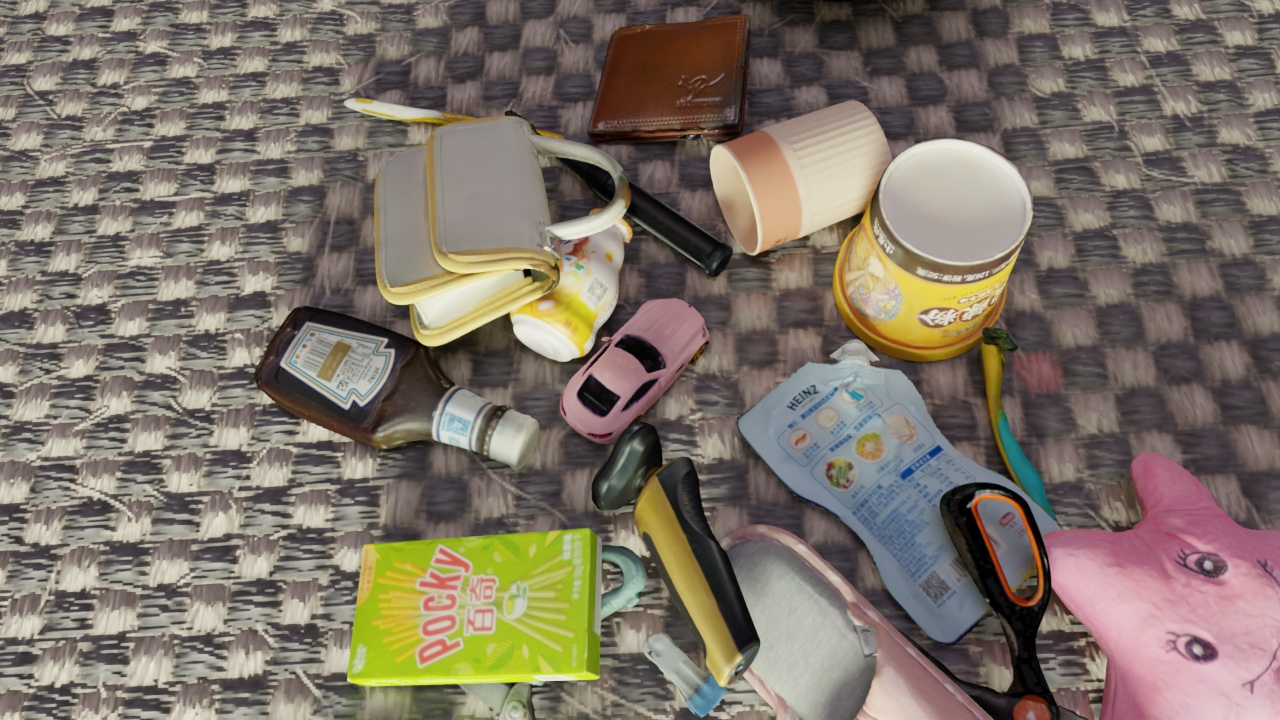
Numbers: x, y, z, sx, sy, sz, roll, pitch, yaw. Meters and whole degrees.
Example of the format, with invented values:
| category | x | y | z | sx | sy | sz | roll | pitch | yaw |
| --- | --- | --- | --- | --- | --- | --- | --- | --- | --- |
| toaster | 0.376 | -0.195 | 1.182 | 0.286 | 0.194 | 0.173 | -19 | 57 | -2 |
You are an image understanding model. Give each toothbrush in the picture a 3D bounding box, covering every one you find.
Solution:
| category | x | y | z | sx | sy | sz | roll | pitch | yaw |
| --- | --- | --- | --- | --- | --- | --- | --- | --- | --- |
| toothbrush | -0.022 | -0.131 | 0.691 | 0.212 | 0.027 | 0.026 | 37 | 91 | 15 |
| toothbrush | -0.153 | -0.190 | 0.741 | 0.191 | 0.016 | 0.018 | 12 | 76 | 9 |

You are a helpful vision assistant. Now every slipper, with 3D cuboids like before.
| category | x | y | z | sx | sy | sz | roll | pitch | yaw |
| --- | --- | --- | --- | --- | --- | --- | --- | --- | --- |
| slipper | 0.123 | 0.203 | 0.495 | 0.114 | 0.054 | 0.274 | -48 | 61 | 17 |

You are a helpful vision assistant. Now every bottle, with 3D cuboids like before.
| category | x | y | z | sx | sy | sz | roll | pitch | yaw |
| --- | --- | --- | --- | --- | --- | --- | --- | --- | --- |
| bottle | -0.044 | -0.055 | 0.644 | 0.063 | 0.063 | 0.108 | 23 | 69 | 14 |
| bottle | -0.164 | 0.024 | 0.629 | 0.195 | 0.044 | 0.079 | 19 | 69 | 12 |

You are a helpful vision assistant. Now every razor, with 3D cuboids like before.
| category | x | y | z | sx | sy | sz | roll | pitch | yaw |
| --- | --- | --- | --- | --- | --- | --- | --- | --- | --- |
| razor | 0.021 | 0.113 | 0.544 | 0.067 | 0.062 | 0.167 | -19 | 50 | -11 |
| razor | 0.244 | 0.044 | 0.595 | 0.028 | 0.043 | 0.132 | -17 | 68 | 24 |

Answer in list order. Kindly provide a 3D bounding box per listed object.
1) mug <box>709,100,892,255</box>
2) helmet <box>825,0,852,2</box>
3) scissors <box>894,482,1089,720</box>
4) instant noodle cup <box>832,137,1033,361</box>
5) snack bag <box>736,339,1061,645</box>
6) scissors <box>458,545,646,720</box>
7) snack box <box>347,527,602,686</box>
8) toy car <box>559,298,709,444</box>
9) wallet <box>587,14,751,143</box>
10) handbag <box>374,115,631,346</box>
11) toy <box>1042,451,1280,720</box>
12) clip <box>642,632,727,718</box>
| category | x | y | z | sx | sy | sz | roll | pitch | yaw |
| --- | --- | --- | --- | --- | --- | --- | --- | --- | --- |
| mug | 0.110 | -0.139 | 0.668 | 0.106 | 0.082 | 0.114 | -21 | 36 | -7 |
| helmet | 0.177 | -0.417 | 0.700 | 0.233 | 0.230 | 0.274 | 40 | 75 | 4 |
| scissors | 0.200 | 0.173 | 0.504 | 0.221 | 0.021 | 0.227 | 4 | 82 | 28 |
| instant noodle cup | 0.194 | -0.075 | 0.606 | 0.118 | 0.114 | 0.118 | -1 | 66 | 3 |
| snack bag | 0.161 | 0.075 | 0.582 | 0.110 | 0.039 | 0.191 | -42 | 69 | -2 |
| scissors | -0.031 | 0.198 | 0.542 | 0.171 | 0.019 | 0.170 | 28 | 80 | 25 |
| snack box | -0.101 | 0.151 | 0.558 | 0.156 | 0.026 | 0.085 | -7 | 64 | 16 |
| toy car | -0.004 | 0.004 | 0.630 | 0.056 | 0.037 | 0.122 | 38 | 73 | 17 |
| wallet | 0.025 | -0.219 | 0.723 | 0.125 | 0.032 | 0.101 | 1 | 69 | 17 |
| handbag | -0.097 | -0.110 | 0.634 | 0.179 | 0.063 | 0.163 | -22 | 50 | 10 |
| toy | 0.300 | 0.149 | 0.516 | 0.178 | 0.075 | 0.194 | 23 | 70 | 6 |
| clip | 0.025 | 0.188 | 0.555 | 0.058 | 0.036 | 0.025 | 42 | 77 | 16 |
